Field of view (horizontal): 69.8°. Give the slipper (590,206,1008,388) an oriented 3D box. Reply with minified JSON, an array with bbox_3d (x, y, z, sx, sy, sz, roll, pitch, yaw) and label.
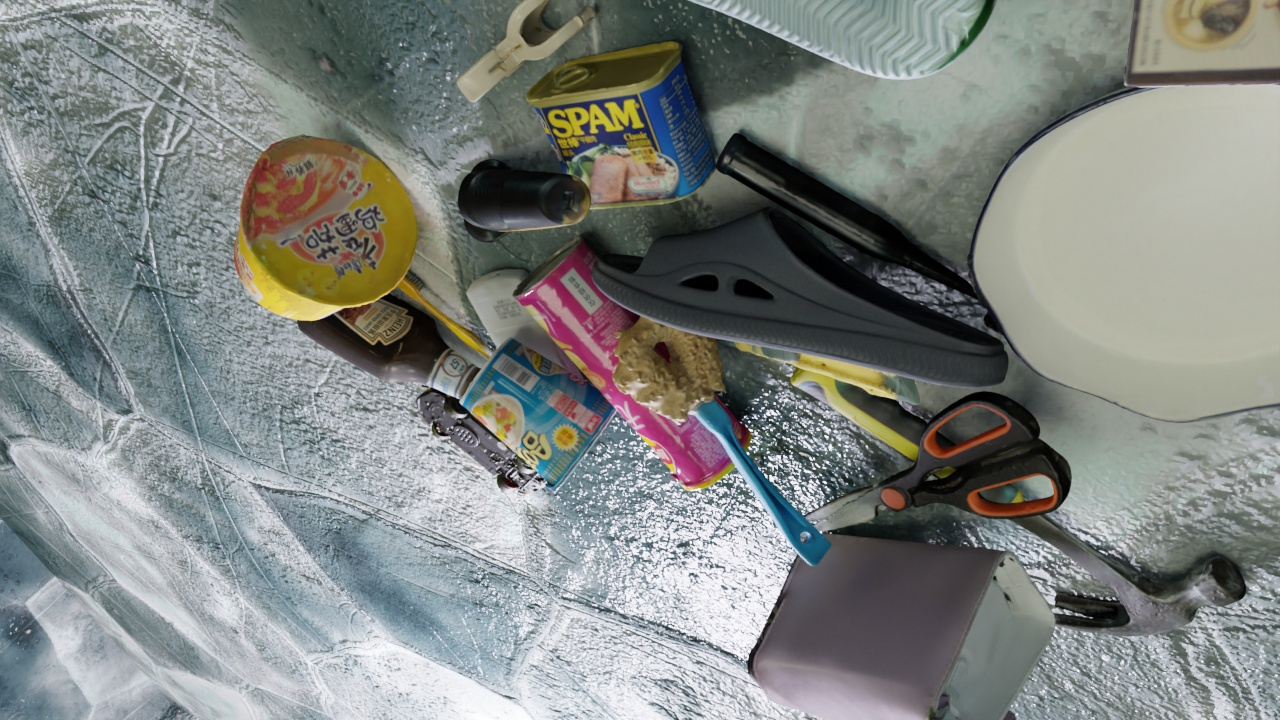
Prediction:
[{"bbox_3d":[0.100,-0.051,0.582,0.268,0.110,0.083,16,104,23],"label":"slipper"}]

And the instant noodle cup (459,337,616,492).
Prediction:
[{"bbox_3d":[-0.086,0.040,0.763,0.110,0.099,0.099,37,140,-2],"label":"instant noodle cup"}]

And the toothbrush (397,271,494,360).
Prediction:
[{"bbox_3d":[-0.149,-0.019,0.839,0.191,0.018,0.016,40,138,-9],"label":"toothbrush"}]

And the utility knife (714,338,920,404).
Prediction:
[{"bbox_3d":[0.101,-0.009,0.647,0.211,0.021,0.031,22,126,44],"label":"utility knife"}]

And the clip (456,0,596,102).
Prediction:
[{"bbox_3d":[-0.075,-0.203,0.582,0.100,0.071,0.034,-21,115,42],"label":"clip"}]

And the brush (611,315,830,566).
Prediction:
[{"bbox_3d":[0.066,0.059,0.688,0.254,0.083,0.046,52,157,-18],"label":"brush"}]

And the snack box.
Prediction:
[{"bbox_3d":[0.261,-0.164,0.349,0.126,0.053,0.113,8,109,29],"label":"snack box"}]

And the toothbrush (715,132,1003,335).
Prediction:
[{"bbox_3d":[0.143,-0.076,0.568,0.212,0.026,0.027,32,110,4],"label":"toothbrush"}]

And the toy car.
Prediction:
[{"bbox_3d":[-0.152,0.076,0.911,0.156,0.041,0.071,38,140,-5],"label":"toy car"}]

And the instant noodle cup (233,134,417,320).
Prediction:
[{"bbox_3d":[-0.269,-0.099,0.759,0.138,0.137,0.110,49,148,-16],"label":"instant noodle cup"}]

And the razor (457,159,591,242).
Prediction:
[{"bbox_3d":[-0.077,-0.109,0.628,0.067,0.062,0.168,6,-175,-29],"label":"razor"}]

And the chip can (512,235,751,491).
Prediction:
[{"bbox_3d":[-0.004,0.004,0.716,0.210,0.071,0.072,49,139,-15],"label":"chip can"}]

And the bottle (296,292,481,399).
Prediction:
[{"bbox_3d":[-0.214,-0.011,0.839,0.195,0.079,0.044,29,134,5],"label":"bottle"}]

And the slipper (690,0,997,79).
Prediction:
[{"bbox_3d":[0.065,-0.217,0.443,0.245,0.074,0.104,38,135,24],"label":"slipper"}]

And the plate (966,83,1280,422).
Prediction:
[{"bbox_3d":[0.282,-0.058,0.475,0.205,0.045,0.205,20,138,19],"label":"plate"}]

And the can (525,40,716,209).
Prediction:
[{"bbox_3d":[-0.010,-0.146,0.583,0.102,0.057,0.083,2,133,34],"label":"can"}]

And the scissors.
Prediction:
[{"bbox_3d":[0.185,0.078,0.654,0.236,0.021,0.142,-5,116,45],"label":"scissors"}]

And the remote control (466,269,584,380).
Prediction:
[{"bbox_3d":[-0.094,-0.012,0.796,0.058,0.021,0.150,-10,123,25],"label":"remote control"}]

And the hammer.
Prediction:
[{"bbox_3d":[0.248,0.095,0.659,0.323,0.031,0.126,34,140,1],"label":"hammer"}]

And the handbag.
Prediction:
[{"bbox_3d":[0.191,0.215,0.703,0.098,0.144,0.197,54,150,-16],"label":"handbag"}]
